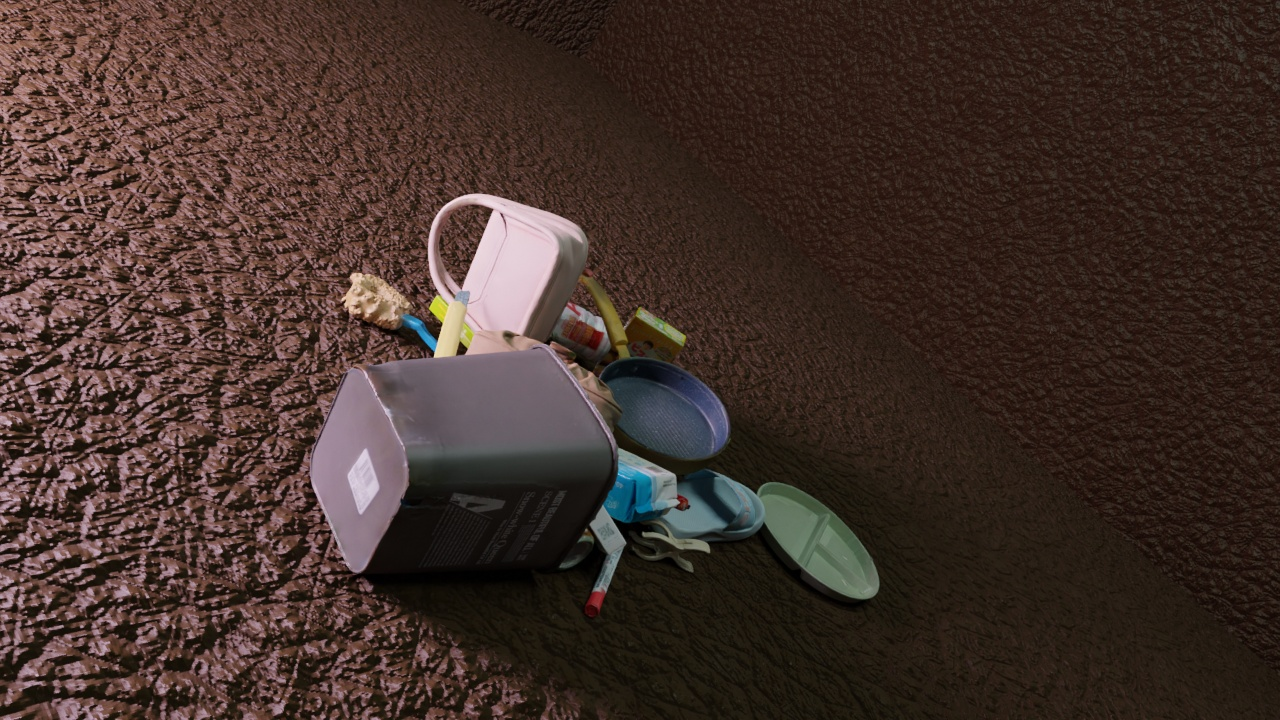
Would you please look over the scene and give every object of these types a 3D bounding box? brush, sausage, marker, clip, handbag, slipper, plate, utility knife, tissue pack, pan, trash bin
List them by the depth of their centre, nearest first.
[{"bbox_3d":[-0.176,0.101,0.892,0.219,0.199,0.198,2,40,-45],"label":"trash bin"},{"bbox_3d":[-0.038,0.239,1.029,0.017,0.017,0.145,35,22,-3],"label":"marker"},{"bbox_3d":[-0.029,0.151,1.120,0.140,0.063,0.089,21,11,34],"label":"tissue pack"},{"bbox_3d":[0.039,0.221,1.123,0.103,0.077,0.034,16,27,-17],"label":"clip"},{"bbox_3d":[-0.119,0.030,1.130,0.204,0.099,0.148,29,-5,-4],"label":"handbag"},{"bbox_3d":[0.002,0.160,1.169,0.156,0.020,0.020,19,9,37],"label":"sausage"},{"bbox_3d":[-0.243,-0.026,1.175,0.031,0.019,0.176,27,54,-26],"label":"utility knife"},{"bbox_3d":[-0.278,-0.027,1.194,0.254,0.046,0.083,37,18,-7],"label":"brush"},{"bbox_3d":[0.089,0.190,1.239,0.245,0.074,0.104,2,39,-52],"label":"slipper"},{"bbox_3d":[-0.202,-0.136,1.266,0.234,0.194,0.093,32,19,18],"label":"handbag"},{"bbox_3d":[-0.008,0.008,1.294,0.197,0.078,0.357,-8,48,-40],"label":"pan"},{"bbox_3d":[0.262,0.275,1.386,0.230,0.028,0.229,31,22,-14],"label":"plate"}]

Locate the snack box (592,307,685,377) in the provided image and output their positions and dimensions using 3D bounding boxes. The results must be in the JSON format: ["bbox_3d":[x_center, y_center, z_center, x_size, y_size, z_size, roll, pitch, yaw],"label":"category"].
[{"bbox_3d":[-0.003,-0.008,1.412,0.087,0.141,0.033,33,34,-8],"label":"snack box"}]

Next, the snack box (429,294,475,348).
[{"bbox_3d":[-0.220,-0.036,1.303,0.156,0.026,0.085,44,23,17],"label":"snack box"}]

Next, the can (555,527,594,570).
[{"bbox_3d":[-0.111,0.162,1.024,0.057,0.058,0.147,8,35,-49],"label":"can"}]

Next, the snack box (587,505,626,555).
[{"bbox_3d":[-0.072,0.146,1.037,0.157,0.027,0.085,58,-12,1],"label":"snack box"}]

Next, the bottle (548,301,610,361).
[{"bbox_3d":[-0.135,-0.065,1.383,0.197,0.068,0.068,25,25,-21],"label":"bottle"}]
